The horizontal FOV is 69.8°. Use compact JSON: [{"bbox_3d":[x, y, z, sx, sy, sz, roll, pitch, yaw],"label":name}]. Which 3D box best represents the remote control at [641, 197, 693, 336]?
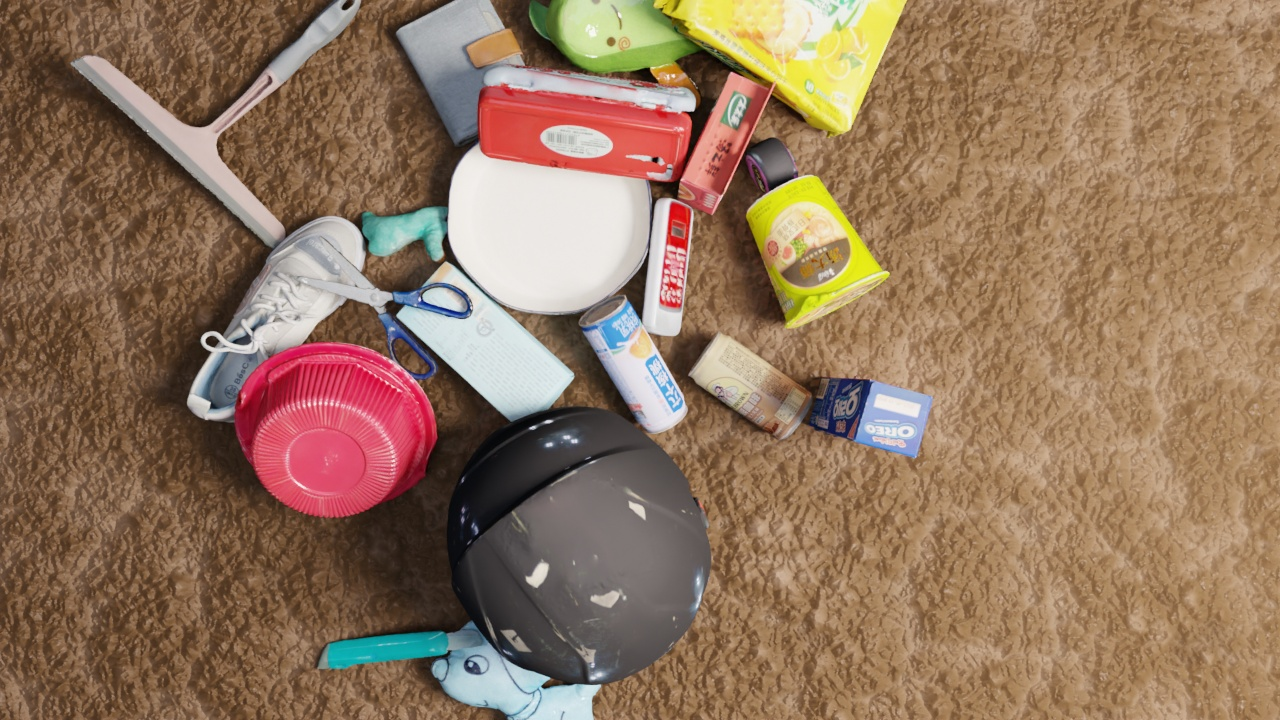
[{"bbox_3d":[0.028,-0.093,0.921,0.020,0.055,0.136,6,89,32],"label":"remote control"}]

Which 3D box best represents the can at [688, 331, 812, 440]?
[{"bbox_3d":[0.110,0.025,0.918,0.116,0.058,0.058,35,90,0],"label":"can"}]

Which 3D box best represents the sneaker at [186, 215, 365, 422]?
[{"bbox_3d":[-0.366,-0.044,0.906,0.089,0.091,0.242,34,89,-1],"label":"sneaker"}]

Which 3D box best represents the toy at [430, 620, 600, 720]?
[{"bbox_3d":[-0.125,0.319,0.924,0.161,0.050,0.156,-15,90,-2],"label":"toy"}]

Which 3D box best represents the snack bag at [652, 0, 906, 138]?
[{"bbox_3d":[0.136,-0.332,0.870,0.246,0.068,0.158,24,89,-32],"label":"snack bag"}]

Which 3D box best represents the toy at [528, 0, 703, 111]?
[{"bbox_3d":[0.017,-0.357,0.901,0.246,0.090,0.227,-24,103,-4],"label":"toy"}]

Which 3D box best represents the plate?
[{"bbox_3d":[-0.090,-0.147,0.927,0.205,0.045,0.205,0,89,0],"label":"plate"}]

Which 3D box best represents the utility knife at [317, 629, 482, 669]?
[{"bbox_3d":[-0.244,0.291,0.925,0.187,0.013,0.029,-10,73,15],"label":"utility knife"}]

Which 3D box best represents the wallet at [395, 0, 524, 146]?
[{"bbox_3d":[-0.172,-0.299,0.931,0.106,0.037,0.129,-28,90,1],"label":"wallet"}]

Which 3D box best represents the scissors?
[{"bbox_3d":[-0.240,-0.056,0.883,0.163,0.012,0.162,-20,98,-2],"label":"scissors"}]

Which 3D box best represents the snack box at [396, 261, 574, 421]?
[{"bbox_3d":[-0.154,-0.015,0.923,0.175,0.051,0.074,43,92,1],"label":"snack box"}]

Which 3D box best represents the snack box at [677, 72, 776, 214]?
[{"bbox_3d":[0.079,-0.209,0.884,0.044,0.127,0.113,25,89,0],"label":"snack box"}]

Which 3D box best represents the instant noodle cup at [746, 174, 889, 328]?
[{"bbox_3d":[0.164,-0.110,0.900,0.111,0.112,0.123,-27,82,0],"label":"instant noodle cup"}]

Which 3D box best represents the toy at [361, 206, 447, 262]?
[{"bbox_3d":[-0.232,-0.129,0.925,0.092,0.030,0.096,-18,54,-10],"label":"toy"}]

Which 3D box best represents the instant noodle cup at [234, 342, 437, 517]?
[{"bbox_3d":[-0.295,0.080,0.879,0.194,0.065,0.194,-3,118,-6],"label":"instant noodle cup"}]

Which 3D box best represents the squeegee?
[{"bbox_3d":[-0.376,-0.286,0.932,0.249,0.040,0.247,-45,106,-5],"label":"squeegee"}]

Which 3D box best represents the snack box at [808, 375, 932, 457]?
[{"bbox_3d":[0.204,0.048,0.843,0.058,0.207,0.057,16,89,0],"label":"snack box"}]

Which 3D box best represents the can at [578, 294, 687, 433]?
[{"bbox_3d":[-0.005,0.005,0.903,0.053,0.053,0.134,-30,110,0],"label":"can"}]

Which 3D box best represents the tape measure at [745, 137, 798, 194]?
[{"bbox_3d":[0.133,-0.194,0.919,0.039,0.058,0.057,-29,87,-1],"label":"tape measure"}]

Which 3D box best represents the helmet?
[{"bbox_3d":[-0.053,0.178,0.839,0.233,0.230,0.274,-37,96,2],"label":"helmet"}]

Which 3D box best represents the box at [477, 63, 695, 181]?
[{"bbox_3d":[-0.049,-0.244,0.876,0.201,0.095,0.098,8,53,-1],"label":"box"}]
